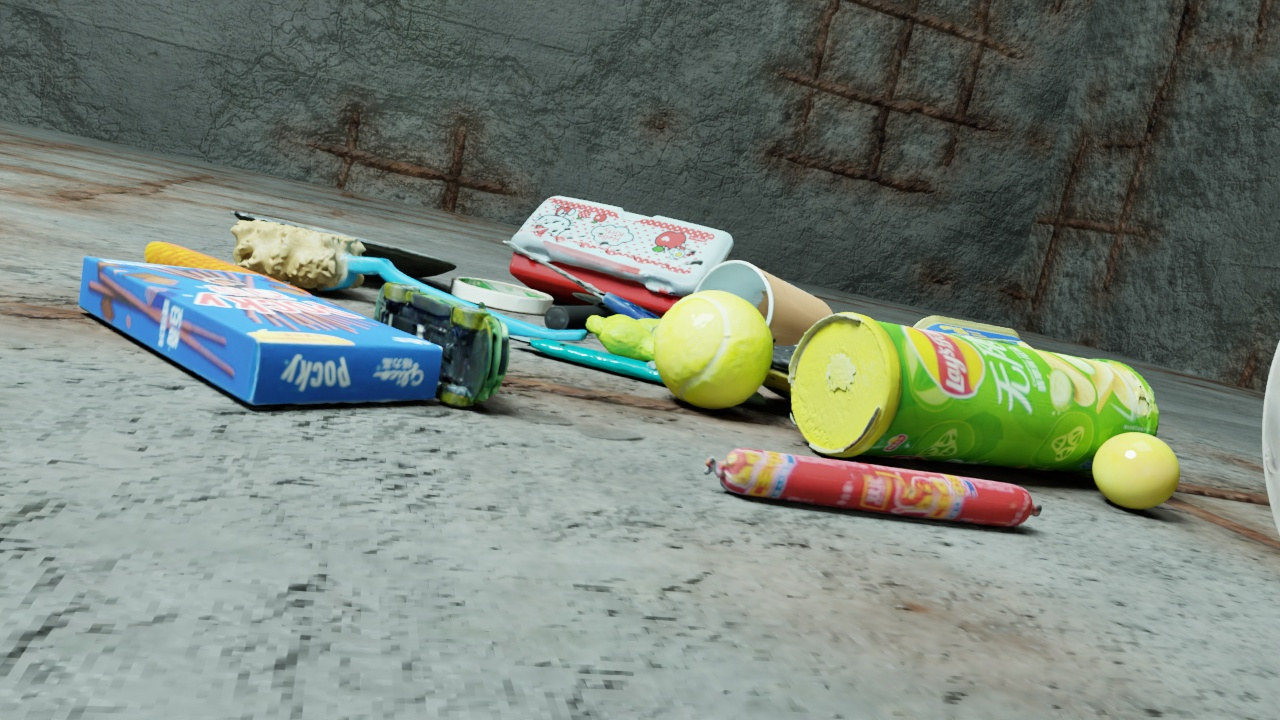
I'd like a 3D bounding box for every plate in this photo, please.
[{"bbox_3d":[-0.239,-0.089,0.747,0.179,0.024,0.179,12,2,-1],"label":"plate"}]

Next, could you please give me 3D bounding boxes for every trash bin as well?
[{"bbox_3d":[0.339,0.030,0.293,0.192,0.227,0.227,0,8,4],"label":"trash bin"}]

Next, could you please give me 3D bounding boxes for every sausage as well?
[{"bbox_3d":[0.098,0.052,0.368,0.155,0.020,0.020,9,9,-18],"label":"sausage"},{"bbox_3d":[-0.232,-0.044,0.514,0.165,0.021,0.021,18,11,32],"label":"sausage"}]

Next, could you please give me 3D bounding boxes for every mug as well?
[{"bbox_3d":[0.107,-0.034,0.761,0.078,0.078,0.122,20,7,40],"label":"mug"}]

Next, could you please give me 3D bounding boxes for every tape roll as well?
[{"bbox_3d":[-0.116,-0.055,0.771,0.086,0.014,0.085,12,9,-2],"label":"tape roll"}]

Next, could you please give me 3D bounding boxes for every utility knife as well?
[{"bbox_3d":[-0.003,0.003,0.557,0.164,0.013,0.029,14,7,8],"label":"utility knife"}]

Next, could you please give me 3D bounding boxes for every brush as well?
[{"bbox_3d":[-0.159,-0.048,0.614,0.255,0.046,0.083,17,5,6],"label":"brush"}]

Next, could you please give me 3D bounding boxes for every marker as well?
[{"bbox_3d":[-0.042,-0.036,0.725,0.020,0.022,0.131,-27,-3,17],"label":"marker"}]

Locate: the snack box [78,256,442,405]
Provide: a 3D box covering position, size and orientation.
[{"bbox_3d":[-0.169,-0.015,0.400,0.157,0.026,0.084,19,10,37],"label":"snack box"}]

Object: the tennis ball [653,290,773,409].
[{"bbox_3d":[0.040,-0.006,0.504,0.065,0.065,0.065,12,9,-2],"label":"tennis ball"}]

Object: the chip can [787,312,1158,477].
[{"bbox_3d":[0.188,0.024,0.499,0.221,0.072,0.072,7,10,-29],"label":"chip can"}]

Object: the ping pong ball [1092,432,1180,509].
[{"bbox_3d":[0.259,0.058,0.481,0.040,0.040,0.040,12,9,-2],"label":"ping pong ball"}]

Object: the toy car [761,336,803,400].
[{"bbox_3d":[0.115,0.010,0.585,0.071,0.041,0.155,17,9,31],"label":"toy car"}]

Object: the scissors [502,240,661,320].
[{"bbox_3d":[-0.031,-0.054,0.744,0.171,0.012,0.141,34,8,25],"label":"scissors"}]

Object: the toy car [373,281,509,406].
[{"bbox_3d":[-0.091,-0.009,0.417,0.036,0.043,0.091,4,12,-45],"label":"toy car"}]

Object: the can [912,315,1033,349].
[{"bbox_3d":[0.237,0.017,0.617,0.102,0.057,0.083,8,25,-24],"label":"can"}]

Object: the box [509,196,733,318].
[{"bbox_3d":[-0.016,-0.095,0.828,0.202,0.098,0.095,16,-8,26],"label":"box"}]

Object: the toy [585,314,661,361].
[{"bbox_3d":[0.013,-0.012,0.614,0.100,0.031,0.097,10,12,-22],"label":"toy"}]
